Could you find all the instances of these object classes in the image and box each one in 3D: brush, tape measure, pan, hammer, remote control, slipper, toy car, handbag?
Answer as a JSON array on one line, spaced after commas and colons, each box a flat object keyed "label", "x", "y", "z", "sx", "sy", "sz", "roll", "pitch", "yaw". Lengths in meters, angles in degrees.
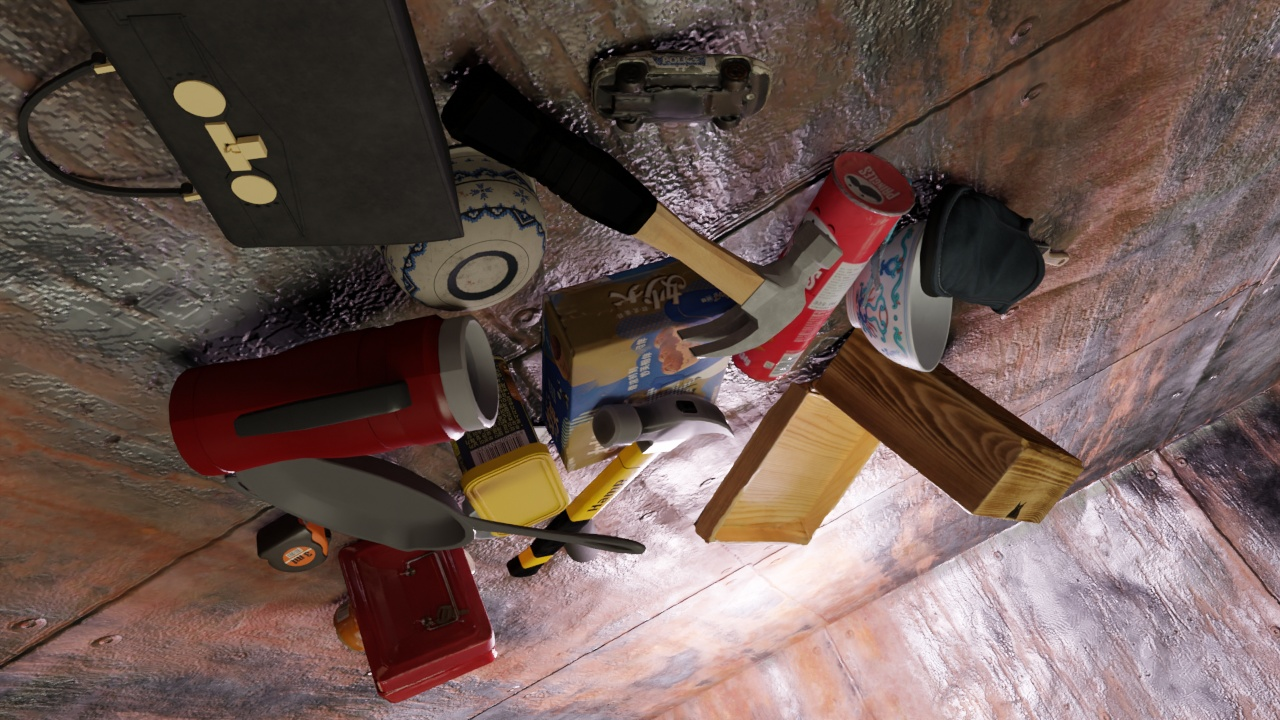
[{"label": "brush", "x": 0.456, "y": -0.121, "z": 1.060, "sx": 0.151, "sy": 0.012, "sz": 0.039, "roll": -2, "pitch": 143, "yaw": -40}, {"label": "tape measure", "x": -0.319, "y": 0.165, "z": 0.854, "sx": 0.058, "sy": 0.038, "sz": 0.059, "roll": -31, "pitch": 138, "yaw": 5}, {"label": "pan", "x": -0.167, "y": 0.116, "z": 0.732, "sx": 0.355, "sy": 0.024, "sz": 0.217, "roll": 6, "pitch": 151, "yaw": 13}, {"label": "hammer", "x": -0.041, "y": 0.134, "z": 0.903, "sx": 0.169, "sy": 0.034, "sz": 0.326, "roll": -1, "pitch": 145, "yaw": -42}, {"label": "remote control", "x": -0.076, "y": 0.072, "z": 0.928, "sx": 0.124, "sy": 0.011, "sz": 0.028, "roll": 3, "pitch": 139, "yaw": -43}, {"label": "slipper", "x": 0.348, "y": -0.100, "z": 0.884, "sx": 0.265, "sy": 0.084, "sz": 0.109, "roll": 8, "pitch": 95, "yaw": -53}, {"label": "toy car", "x": 0.025, "y": -0.172, "z": 0.573, "sx": 0.113, "sy": 0.040, "sz": 0.049, "roll": -1, "pitch": 154, "yaw": -4}, {"label": "hammer", "x": 0.008, "y": -0.092, "z": 0.616, "sx": 0.131, "sy": 0.039, "sz": 0.328, "roll": -48, "pitch": 137, "yaw": 16}, {"label": "handbag", "x": -0.207, "y": -0.124, "z": 0.460, "sx": 0.195, "sy": 0.072, "sz": 0.176, "roll": -12, "pitch": 150, "yaw": -5}]

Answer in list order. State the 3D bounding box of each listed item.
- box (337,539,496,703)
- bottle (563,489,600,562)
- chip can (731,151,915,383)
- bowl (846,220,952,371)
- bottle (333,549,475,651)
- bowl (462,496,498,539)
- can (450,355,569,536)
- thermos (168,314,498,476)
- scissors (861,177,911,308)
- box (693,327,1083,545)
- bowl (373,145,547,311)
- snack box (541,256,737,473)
[{"label": "box", "x": -0.230, "y": 0.256, "z": 0.952, "sx": 0.129, "sy": 0.157, "sz": 0.098, "roll": -19, "pitch": 147, "yaw": -13}, {"label": "bottle", "x": -0.081, "y": 0.191, "z": 1.086, "sx": 0.045, "sy": 0.045, "sz": 0.185, "roll": -24, "pitch": 152, "yaw": -7}, {"label": "chip can", "x": 0.152, "y": -0.074, "z": 0.818, "sx": 0.073, "sy": 0.073, "sz": 0.234, "roll": -10, "pitch": 148, "yaw": -28}, {"label": "bowl", "x": 0.246, "y": -0.063, "z": 0.890, "sx": 0.074, "sy": 0.144, "sz": 0.143, "roll": 4, "pitch": 169, "yaw": 33}, {"label": "bottle", "x": -0.265, "y": 0.267, "z": 1.040, "sx": 0.167, "sy": 0.059, "sz": 0.059, "roll": -31, "pitch": 152, "yaw": 6}, {"label": "bowl", "x": -0.141, "y": 0.143, "z": 0.962, "sx": 0.106, "sy": 0.039, "sz": 0.106, "roll": -21, "pitch": 151, "yaw": -12}, {"label": "can", "x": -0.122, "y": 0.076, "z": 0.797, "sx": 0.075, "sy": 0.104, "sz": 0.135, "roll": -23, "pitch": 151, "yaw": -8}, {"label": "thermos", "x": -0.202, "y": 0.026, "z": 0.604, "sx": 0.199, "sy": 0.084, "sz": 0.108, "roll": -10, "pitch": -173, "yaw": 6}, {"label": "scissors", "x": 0.202, "y": -0.092, "z": 0.809, "sx": 0.142, "sy": 0.015, "sz": 0.095, "roll": -63, "pitch": -175, "yaw": -25}, {"label": "box", "x": 0.287, "y": 0.155, "z": 1.121, "sx": 0.278, "sy": 0.286, "sz": 0.337, "roll": 14, "pitch": 115, "yaw": -51}, {"label": "bowl", "x": -0.113, "y": -0.077, "z": 0.601, "sx": 0.115, "sy": 0.059, "sz": 0.116, "roll": -21, "pitch": 151, "yaw": -12}, {"label": "snack box", "x": -0.005, "y": 0.005, "z": 0.817, "sx": 0.155, "sy": 0.069, "sz": 0.203, "roll": -17, "pitch": 150, "yaw": -17}]
